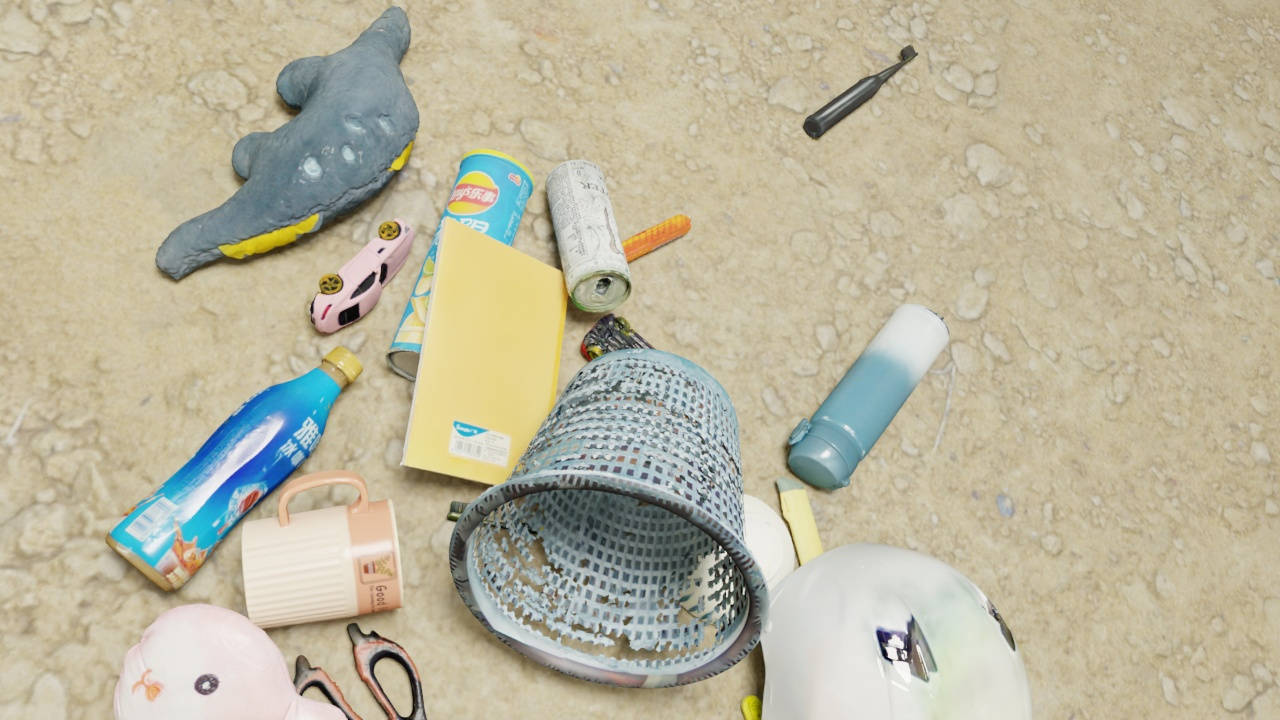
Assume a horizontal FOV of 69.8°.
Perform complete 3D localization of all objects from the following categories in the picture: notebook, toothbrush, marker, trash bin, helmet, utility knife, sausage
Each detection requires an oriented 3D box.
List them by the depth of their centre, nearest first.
[{"bbox_3d":[-0.007,0.104,0.707,0.226,0.227,0.194,26,39,-7],"label":"trash bin"},{"bbox_3d":[0.223,0.274,0.733,0.228,0.146,0.258,-3,79,-29],"label":"helmet"},{"bbox_3d":[0.115,0.340,0.763,0.018,0.015,0.124,-18,77,-21],"label":"marker"},{"bbox_3d":[-0.122,0.000,0.768,0.145,0.010,0.206,22,67,-45],"label":"notebook"},{"bbox_3d":[-0.071,0.143,0.781,0.185,0.012,0.017,12,55,-14],"label":"toothbrush"},{"bbox_3d":[0.156,0.184,0.839,0.031,0.018,0.162,-8,70,-17],"label":"utility knife"},{"bbox_3d":[-0.011,-0.108,0.896,0.164,0.021,0.021,-29,81,-27],"label":"sausage"},{"bbox_3d":[0.264,-0.320,1.074,0.212,0.026,0.027,-40,99,-28],"label":"toothbrush"}]

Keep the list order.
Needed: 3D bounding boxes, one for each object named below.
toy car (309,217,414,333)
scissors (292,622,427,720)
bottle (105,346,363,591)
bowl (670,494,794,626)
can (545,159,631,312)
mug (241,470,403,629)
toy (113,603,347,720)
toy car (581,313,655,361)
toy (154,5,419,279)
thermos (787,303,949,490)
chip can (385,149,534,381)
[{"bbox_3d":[-0.234,-0.071,0.786,0.037,0.056,0.122,36,62,2],"label":"toy car"},{"bbox_3d":[-0.160,0.288,0.689,0.206,0.015,0.193,7,66,-16],"label":"scissors"},{"bbox_3d":[-0.299,0.072,0.702,0.065,0.065,0.218,39,61,-1],"label":"bottle"},{"bbox_3d":[0.083,0.167,0.793,0.116,0.066,0.116,7,67,-16],"label":"bowl"},{"bbox_3d":[-0.049,-0.117,0.846,0.058,0.058,0.146,-1,53,-19],"label":"can"},{"bbox_3d":[-0.234,0.137,0.676,0.105,0.081,0.115,-6,112,-19],"label":"mug"},{"bbox_3d":[-0.282,0.241,0.633,0.159,0.054,0.121,37,95,-9],"label":"toy"},{"bbox_3d":[-0.005,0.005,0.847,0.106,0.031,0.049,39,63,0],"label":"toy car"},{"bbox_3d":[-0.274,-0.200,0.814,0.138,0.091,0.355,15,60,18],"label":"toy"},{"bbox_3d":[0.222,0.033,0.895,0.070,0.070,0.219,44,62,2],"label":"thermos"},{"bbox_3d":[-0.156,-0.083,0.809,0.071,0.071,0.209,20,64,-11],"label":"chip can"}]
